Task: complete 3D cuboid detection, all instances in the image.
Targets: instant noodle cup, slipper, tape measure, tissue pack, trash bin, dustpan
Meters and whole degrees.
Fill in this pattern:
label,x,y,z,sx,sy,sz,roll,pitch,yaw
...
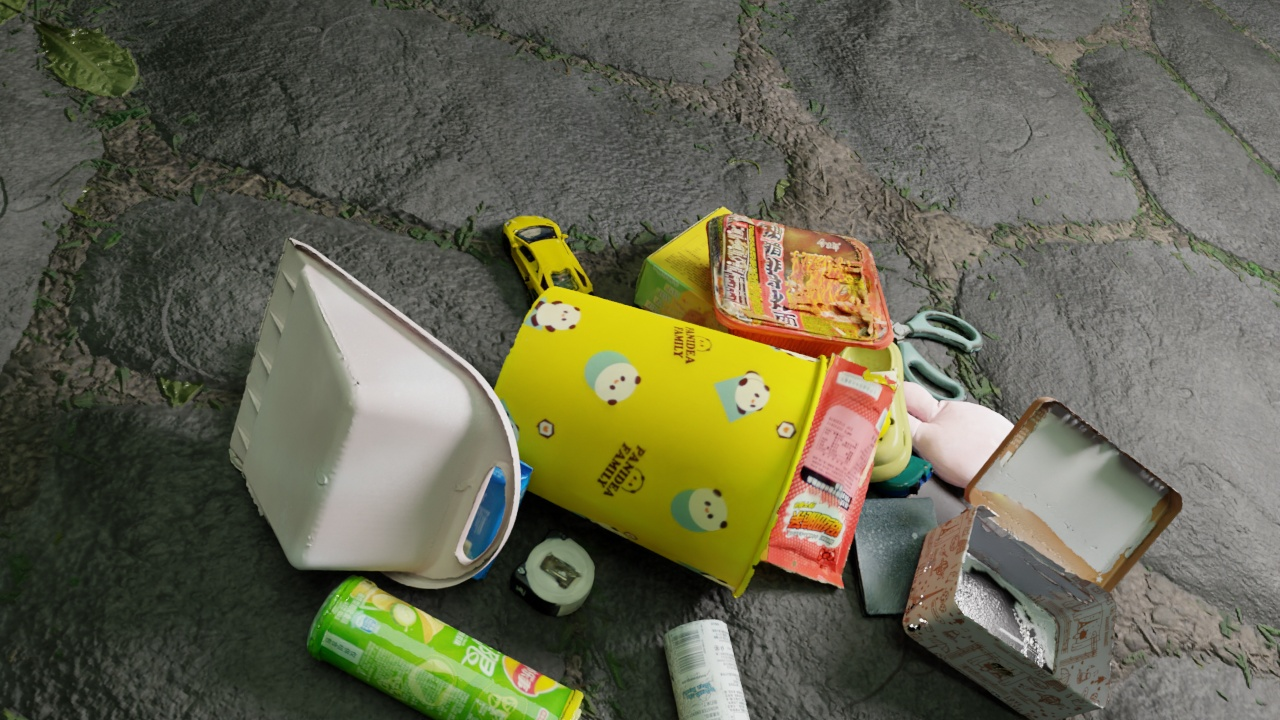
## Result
label,x,y,z,sx,sy,sz,roll,pitch,yaw
instant noodle cup,0.155,-0.068,0.947,0.188,0.079,0.164,8,48,-8
slipper,0.239,0.038,0.986,0.092,0.081,0.190,-7,49,23
tape measure,0.273,0.119,0.973,0.058,0.025,0.054,20,47,40
tissue pack,-0.150,0.116,0.782,0.095,0.157,0.052,30,34,7
tape measure,-0.075,0.193,0.822,0.066,0.034,0.065,34,54,10
trash bin,0.009,0.061,0.835,0.255,0.230,0.228,20,51,6
dustpan,-0.221,0.061,0.756,0.138,0.223,0.273,7,29,-39

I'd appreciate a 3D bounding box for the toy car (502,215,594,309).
label,x,y,z,sx,sy,sz,roll,pitch,yaw
toy car,-0.107,-0.112,1.037,0.071,0.041,0.155,-14,58,-26

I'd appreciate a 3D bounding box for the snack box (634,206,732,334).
label,x,y,z,sx,sy,sz,roll,pitch,yaw
snack box,0.121,-0.067,1.041,0.210,0.070,0.157,37,49,16

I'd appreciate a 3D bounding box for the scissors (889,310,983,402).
label,x,y,z,sx,sy,sz,roll,pitch,yaw
scissors,0.342,-0.006,1.106,0.172,0.019,0.178,9,53,-12

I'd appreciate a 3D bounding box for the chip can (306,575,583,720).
label,x,y,z,sx,sy,sz,roll,pitch,yaw
chip can,-0.156,0.249,0.730,0.221,0.073,0.072,27,51,4

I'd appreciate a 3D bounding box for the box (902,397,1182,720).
label,x,y,z,sx,sy,sz,roll,pitch,yaw
box,0.383,0.190,0.880,0.179,0.124,0.273,36,73,-4

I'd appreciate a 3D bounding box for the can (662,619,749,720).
label,x,y,z,sx,sy,sz,roll,pitch,yaw
can,0.061,0.296,0.768,0.058,0.058,0.146,-1,55,-18

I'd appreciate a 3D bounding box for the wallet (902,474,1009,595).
label,x,y,z,sx,sy,sz,roll,pitch,yaw
wallet,0.320,0.186,0.955,0.096,0.020,0.122,-36,71,-30

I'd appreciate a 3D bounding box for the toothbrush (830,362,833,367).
label,x,y,z,sx,sy,sz,roll,pitch,yaw
toothbrush,0.183,0.004,1.053,0.185,0.012,0.017,5,36,-14

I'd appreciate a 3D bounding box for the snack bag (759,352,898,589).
label,x,y,z,sx,sy,sz,roll,pitch,yaw
snack bag,0.183,0.107,0.880,0.128,0.073,0.207,29,77,-39

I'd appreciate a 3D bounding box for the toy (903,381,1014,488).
label,x,y,z,sx,sy,sz,roll,pitch,yaw
toy,0.344,0.081,1.019,0.159,0.054,0.121,31,48,19

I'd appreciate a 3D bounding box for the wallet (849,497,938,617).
label,x,y,z,sx,sy,sz,roll,pitch,yaw
wallet,0.259,0.195,0.918,0.097,0.019,0.120,0,63,-9
